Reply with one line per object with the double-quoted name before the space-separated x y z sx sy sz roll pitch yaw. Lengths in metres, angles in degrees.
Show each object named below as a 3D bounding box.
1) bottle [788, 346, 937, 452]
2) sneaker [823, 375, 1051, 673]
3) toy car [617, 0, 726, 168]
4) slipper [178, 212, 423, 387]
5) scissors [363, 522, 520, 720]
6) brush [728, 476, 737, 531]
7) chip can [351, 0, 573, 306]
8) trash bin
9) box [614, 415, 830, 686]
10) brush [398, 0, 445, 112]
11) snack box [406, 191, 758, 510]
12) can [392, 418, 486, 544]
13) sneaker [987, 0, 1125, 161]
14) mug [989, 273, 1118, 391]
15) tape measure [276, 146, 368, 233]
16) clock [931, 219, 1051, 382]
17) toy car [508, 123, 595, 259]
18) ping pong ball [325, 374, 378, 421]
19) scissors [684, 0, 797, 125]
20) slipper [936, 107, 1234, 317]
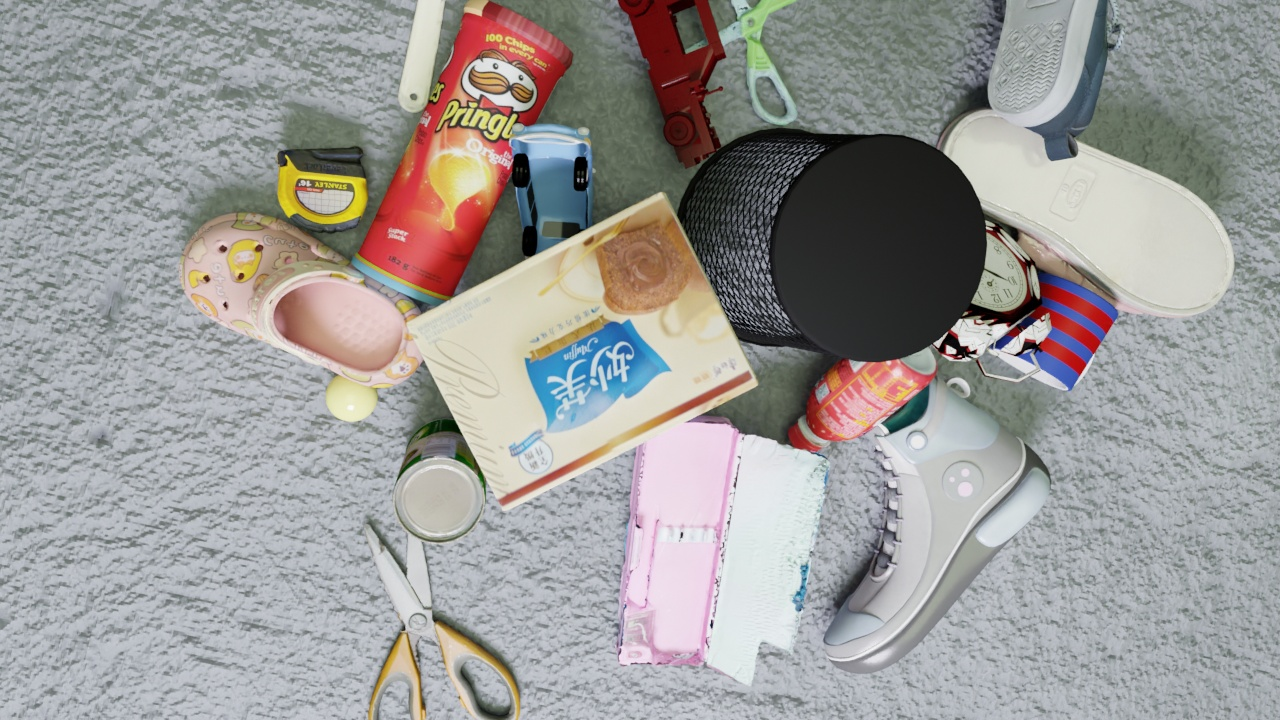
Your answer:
"bottle" 0.176 0.031 0.762 0.062 0.061 0.138 31 130 -13
"sneaker" 0.220 0.139 0.802 0.160 0.093 0.257 44 92 -5
"toy car" 0.031 -0.237 0.702 0.062 0.070 0.170 -18 101 12
"slipper" -0.254 -0.046 0.683 0.197 0.081 0.093 25 91 -3
"scissors" -0.196 0.243 0.784 0.175 0.016 0.225 -30 102 -3
"brush" 0.065 0.113 0.802 0.126 0.017 0.048 42 91 -13
"chip can" -0.135 -0.153 0.690 0.087 0.087 0.213 26 96 -12
"trash bin" 0.136 -0.087 0.680 0.184 0.210 0.184 -1 100 -9
"box" 0.064 0.161 0.773 0.161 0.061 0.231 10 108 9
"brush" -0.155 -0.299 0.701 0.033 0.012 0.218 11 99 -11
"snack box" -0.040 -0.007 0.663 0.207 0.055 0.153 -27 93 4
"can" -0.153 0.091 0.710 0.067 0.121 0.067 -2 100 -9
"sneaker" 0.343 -0.281 0.736 0.087 0.089 0.235 18 82 -34
"mug" 0.370 -0.018 0.806 0.112 0.075 0.076 28 95 -38
"tape measure" -0.243 -0.129 0.701 0.065 0.037 0.064 -8 96 -21
"clock" 0.271 -0.045 0.756 0.114 0.065 0.154 -4 61 -23
"toy car" -0.063 -0.125 0.686 0.056 0.154 0.054 3 62 0
"ping pong ball" -0.229 0.028 0.729 0.040 0.040 0.040 -1 100 -9
"scissors" 0.089 -0.272 0.742 0.171 0.021 0.173 -29 106 1
"slipper" 0.378 -0.127 0.790 0.274 0.054 0.114 31 97 -1
